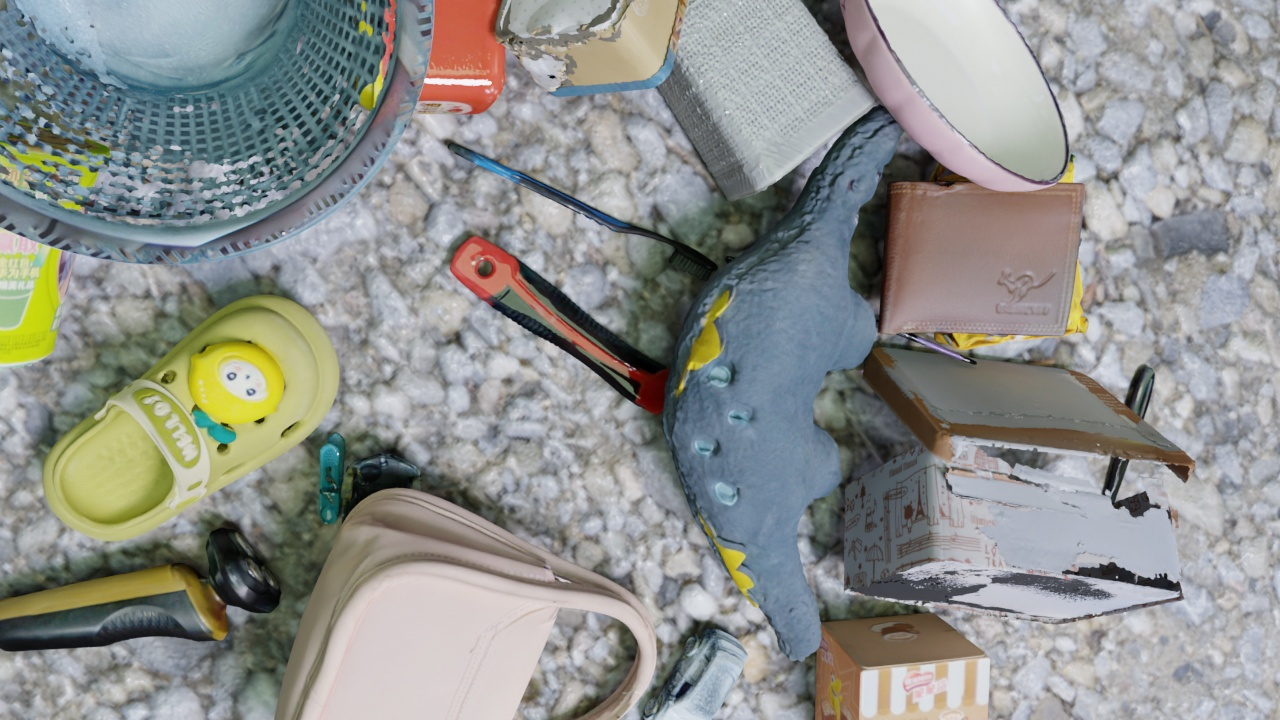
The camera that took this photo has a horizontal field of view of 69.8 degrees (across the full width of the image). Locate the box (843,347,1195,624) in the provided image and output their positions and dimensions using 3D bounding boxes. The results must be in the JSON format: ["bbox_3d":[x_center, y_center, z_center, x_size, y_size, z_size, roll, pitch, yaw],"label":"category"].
[{"bbox_3d":[0.238,0.067,0.608,0.182,0.153,0.177,11,64,-12],"label":"box"}]

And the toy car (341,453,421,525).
[{"bbox_3d":[-0.165,0.106,0.580,0.049,0.031,0.106,6,107,-13],"label":"toy car"}]

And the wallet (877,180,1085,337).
[{"bbox_3d":[0.217,-0.065,0.592,0.124,0.032,0.101,1,99,0],"label":"wallet"}]

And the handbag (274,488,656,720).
[{"bbox_3d":[-0.095,0.191,0.574,0.234,0.093,0.194,15,111,-25],"label":"handbag"}]

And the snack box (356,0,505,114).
[{"bbox_3d":[-0.120,-0.179,0.524,0.080,0.091,0.082,0,98,-17],"label":"snack box"}]

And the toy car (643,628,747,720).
[{"bbox_3d":[0.039,0.231,0.637,0.043,0.034,0.090,33,92,-16],"label":"toy car"}]

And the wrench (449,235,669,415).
[{"bbox_3d":[-0.004,0.004,0.606,0.273,0.016,0.056,31,87,-13],"label":"wrench"}]

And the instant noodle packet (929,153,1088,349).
[{"bbox_3d":[0.249,-0.076,0.629,0.110,0.044,0.128,-8,96,-8],"label":"instant noodle packet"}]

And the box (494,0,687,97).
[{"bbox_3d":[-0.015,-0.241,0.511,0.090,0.061,0.184,7,74,29],"label":"box"}]

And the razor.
[{"bbox_3d":[-0.307,0.143,0.555,0.167,0.062,0.067,-9,69,-4],"label":"razor"}]

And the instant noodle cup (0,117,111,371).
[{"bbox_3d":[-0.353,-0.064,0.490,0.111,0.111,0.123,12,102,-12],"label":"instant noodle cup"}]

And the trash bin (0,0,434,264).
[{"bbox_3d":[-0.227,-0.183,0.430,0.226,0.195,0.227,-10,120,-19],"label":"trash bin"}]

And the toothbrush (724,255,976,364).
[{"bbox_3d":[0.142,-0.030,0.620,0.189,0.014,0.017,22,101,-6],"label":"toothbrush"}]

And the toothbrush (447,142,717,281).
[{"bbox_3d":[-0.035,-0.094,0.589,0.189,0.014,0.016,23,116,-12],"label":"toothbrush"}]

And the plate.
[{"bbox_3d":[0.187,-0.179,0.562,0.192,0.039,0.192,20,54,-30],"label":"plate"}]

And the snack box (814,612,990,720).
[{"bbox_3d":[0.179,0.238,0.640,0.092,0.077,0.094,-2,98,-10],"label":"snack box"}]

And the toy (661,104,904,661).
[{"bbox_3d":[0.084,0.014,0.570,0.137,0.091,0.356,8,97,-16],"label":"toy"}]

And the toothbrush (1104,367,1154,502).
[{"bbox_3d":[0.357,0.093,0.686,0.015,0.018,0.181,14,93,-9],"label":"toothbrush"}]

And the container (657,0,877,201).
[{"bbox_3d":[0.065,-0.172,0.560,0.090,0.090,0.114,-38,100,-5],"label":"container"}]

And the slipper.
[{"bbox_3d":[-0.263,0.042,0.531,0.190,0.081,0.091,-36,105,-2],"label":"slipper"}]

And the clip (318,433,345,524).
[{"bbox_3d":[-0.194,0.075,0.577,0.014,0.040,0.056,3,101,-9],"label":"clip"}]
